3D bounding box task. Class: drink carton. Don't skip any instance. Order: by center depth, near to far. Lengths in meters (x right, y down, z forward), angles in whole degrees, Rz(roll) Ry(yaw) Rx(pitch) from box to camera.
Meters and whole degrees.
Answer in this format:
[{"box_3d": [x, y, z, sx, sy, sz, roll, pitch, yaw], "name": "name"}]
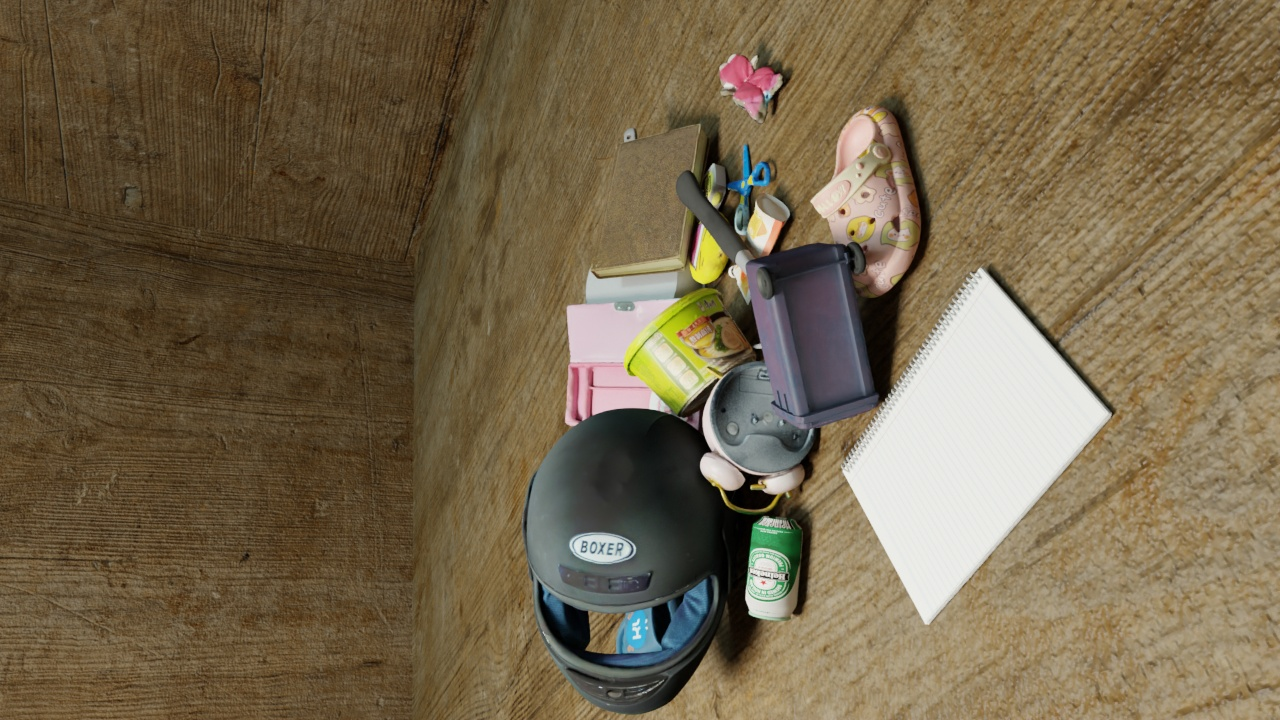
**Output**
[{"box_3d": [0.137, -0.132, 1.094, 0.069, 0.038, 0.122, -108, 27, -45], "name": "drink carton"}]

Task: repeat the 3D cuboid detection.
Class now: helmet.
[{"box_3d": [-0.016, 0.198, 1.017, 0.236, 0.249, 0.315, 80, -162, -48], "name": "helmet"}]

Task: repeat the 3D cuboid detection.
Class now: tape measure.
[{"box_3d": [0.093, -0.224, 1.230, 0.065, 0.016, 0.064, 127, 151, -52], "name": "tape measure"}]

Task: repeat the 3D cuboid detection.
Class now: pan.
[{"box_3d": [-0.009, -0.178, 1.307, 0.201, 0.050, 0.356, -16, 73, 32], "name": "pan"}]

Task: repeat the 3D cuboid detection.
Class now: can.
[{"box_3d": [0.138, 0.214, 0.949, 0.053, 0.053, 0.101, 176, 101, -67], "name": "can"}]

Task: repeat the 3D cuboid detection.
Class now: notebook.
[{"box_3d": [0.258, 0.071, 0.761, 0.177, 0.013, 0.246, -110, 35, -46], "name": "notebook"}, {"box_3d": [-0.004, -0.216, 1.266, 0.190, 0.034, 0.215, -3, 66, 34], "name": "notebook"}]

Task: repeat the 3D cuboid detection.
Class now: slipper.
[{"box_3d": [0.206, -0.159, 0.870, 0.093, 0.081, 0.197, 144, 131, -59], "name": "slipper"}, {"box_3d": [0.005, 0.357, 1.222, 0.214, 0.059, 0.103, 128, 145, -53], "name": "slipper"}]

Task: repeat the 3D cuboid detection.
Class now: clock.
[{"box_3d": [0.120, 0.081, 0.960, 0.059, 0.116, 0.157, 137, 136, -73], "name": "clock"}]

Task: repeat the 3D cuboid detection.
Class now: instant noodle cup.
[{"box_3d": [0.063, -0.005, 1.078, 0.098, 0.145, 0.147, 50, 139, 15], "name": "instant noodle cup"}]

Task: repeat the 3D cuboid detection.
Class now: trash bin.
[{"box_3d": [0.160, -0.022, 0.856, 0.092, 0.093, 0.161, -144, 39, -75], "name": "trash bin"}]

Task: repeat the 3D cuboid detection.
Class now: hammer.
[{"box_3d": [0.109, -0.131, 1.084, 0.310, 0.029, 0.125, -121, 31, -44], "name": "hammer"}]

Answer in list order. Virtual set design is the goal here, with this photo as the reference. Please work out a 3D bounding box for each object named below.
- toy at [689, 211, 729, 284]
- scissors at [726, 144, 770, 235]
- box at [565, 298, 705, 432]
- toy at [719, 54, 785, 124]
[{"box_3d": [0.090, -0.147, 1.194, 0.094, 0.041, 0.095, -146, 68, -70], "name": "toy"}, {"box_3d": [0.133, -0.212, 1.151, 0.125, 0.015, 0.127, -145, 67, -71], "name": "scissors"}, {"box_3d": [-0.007, 0.007, 1.238, 0.233, 0.039, 0.179, 2, 92, 39], "name": "box"}, {"box_3d": [0.139, -0.338, 1.131, 0.065, 0.050, 0.102, -51, 52, 17], "name": "toy"}]
